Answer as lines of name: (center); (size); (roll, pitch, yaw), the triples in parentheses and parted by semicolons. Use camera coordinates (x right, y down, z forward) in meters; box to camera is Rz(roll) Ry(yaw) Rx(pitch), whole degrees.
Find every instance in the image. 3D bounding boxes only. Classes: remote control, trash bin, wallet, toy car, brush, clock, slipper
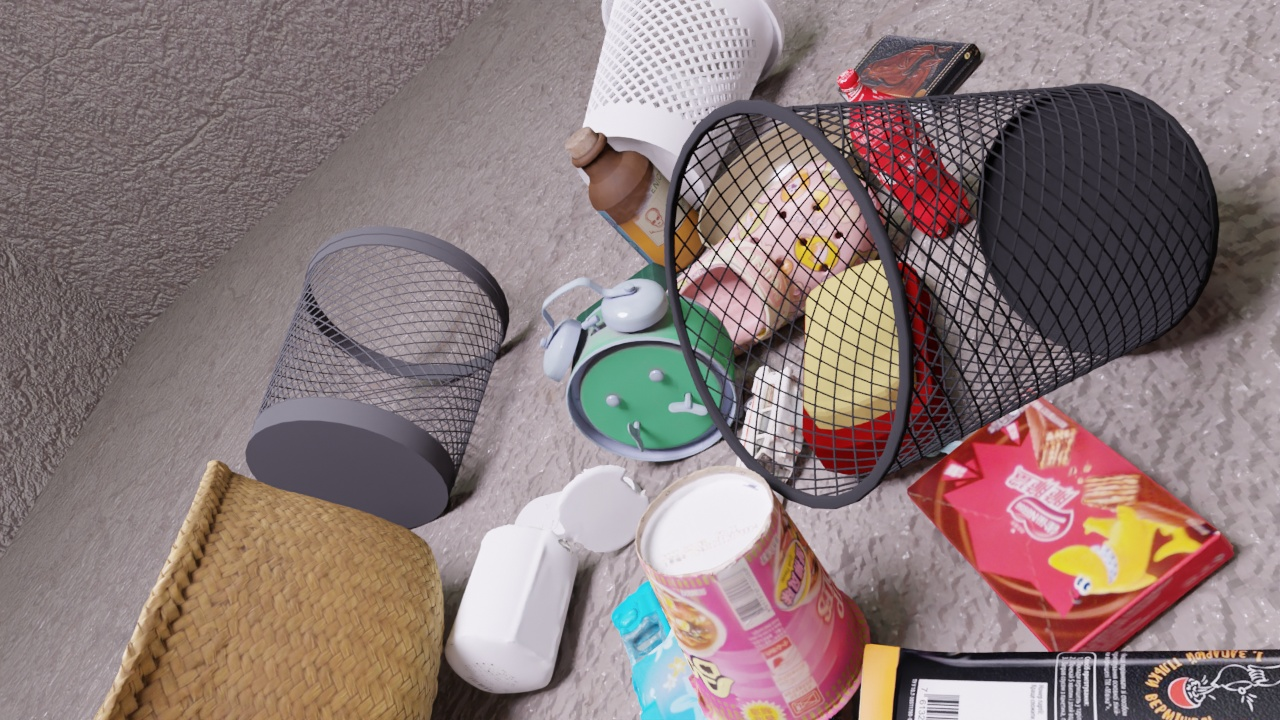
remote control: (-0.052, 0.122, 0.733); (0.137, 0.013, 0.043); (-19, 40, 39)
trash bin: (-0.260, 0.023, 0.921); (0.218, 0.217, 0.226); (-25, 41, 33)
wallet: (0.231, -0.249, 0.798); (0.072, 0.019, 0.123); (-51, 30, 3)
toy car: (0.088, 0.054, 0.605); (0.039, 0.039, 0.112); (-32, 31, 45)
brush: (0.142, -0.006, 0.584); (0.082, 0.042, 0.173); (-23, 31, 27)
clock: (-0.004, 0.004, 0.661); (0.122, 0.161, 0.075); (-31, 33, 27)
slipper: (0.090, -0.059, 0.675); (0.198, 0.093, 0.081); (-41, 3, 28)
trash bin: (0.027, -0.266, 0.932); (0.196, 0.195, 0.199); (-7, 59, 48)
trash bin: (0.148, -0.049, 0.452); (0.209, 0.184, 0.184); (-16, 21, -23)

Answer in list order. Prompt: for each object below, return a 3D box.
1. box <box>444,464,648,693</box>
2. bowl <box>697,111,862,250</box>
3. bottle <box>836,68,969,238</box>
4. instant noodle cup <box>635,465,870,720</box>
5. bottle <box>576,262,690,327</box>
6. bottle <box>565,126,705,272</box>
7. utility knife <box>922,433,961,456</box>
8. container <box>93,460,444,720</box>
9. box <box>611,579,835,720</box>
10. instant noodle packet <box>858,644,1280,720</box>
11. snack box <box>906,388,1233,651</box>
box: (-0.063, 0.154, 0.649); (0.142, 0.083, 0.139); (-31, 33, 36)
bowl: (0.123, -0.134, 0.769); (0.153, 0.050, 0.152); (-32, 34, 24)
bottle: (0.175, -0.140, 0.620); (0.042, 0.141, 0.041); (-32, 34, 24)
instant noodle cup: (0.051, 0.113, 0.453); (0.098, 0.109, 0.097); (-20, 32, 13)
bottle: (0.010, -0.042, 0.795); (0.131, 0.061, 0.061); (-34, 35, 21)
bottle: (-0.007, -0.152, 0.850); (0.068, 0.157, 0.067); (-32, 34, 24)
utility knife: (0.152, 0.044, 0.566); (0.022, 0.015, 0.126); (-49, 33, -17)
container: (-0.265, 0.237, 0.635); (0.308, 0.196, 0.306); (-52, 25, 36)
box: (0.048, 0.190, 0.498); (0.094, 0.041, 0.226); (-42, 31, 7)
instant noodle packet: (0.180, 0.180, 0.332); (0.221, 0.032, 0.159); (-13, 46, 34)
snack box: (0.202, 0.078, 0.453); (0.089, 0.021, 0.133); (-43, 31, 7)
